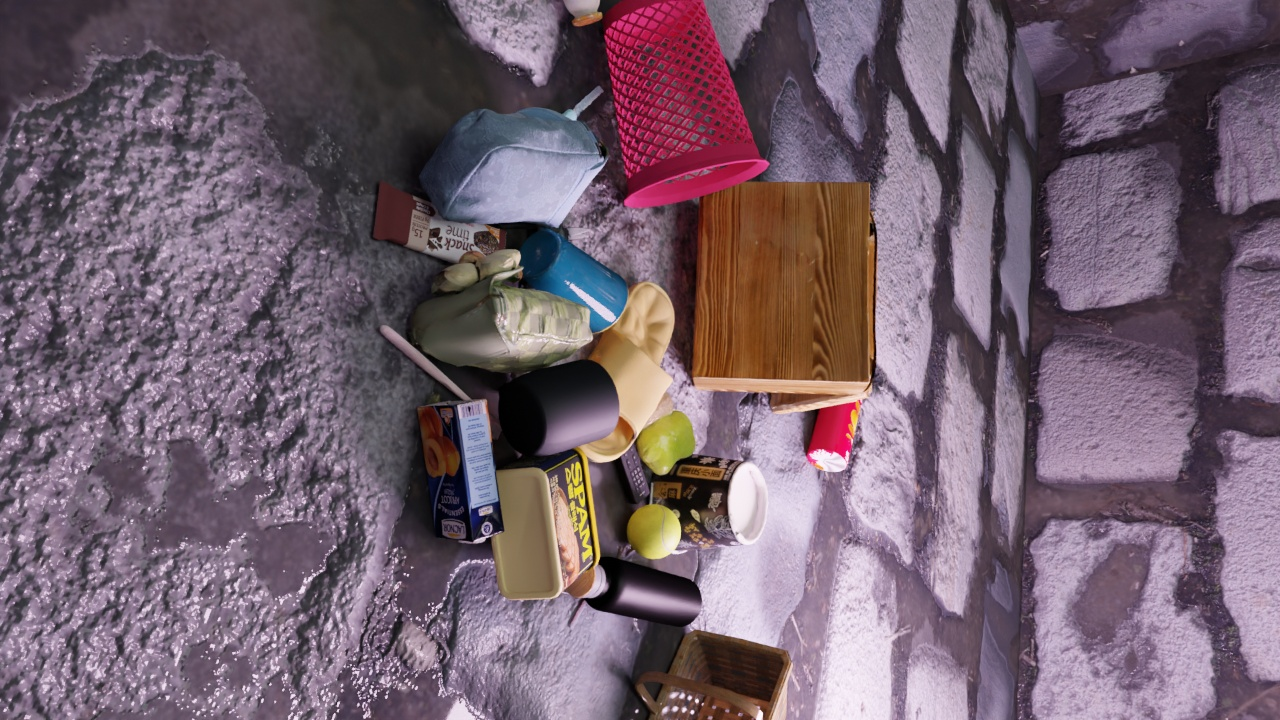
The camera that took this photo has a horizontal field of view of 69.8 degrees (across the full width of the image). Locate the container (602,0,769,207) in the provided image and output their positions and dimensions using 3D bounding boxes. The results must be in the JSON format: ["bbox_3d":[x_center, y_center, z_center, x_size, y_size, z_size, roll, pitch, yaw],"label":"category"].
[{"bbox_3d":[0.042,-0.326,1.134,0.182,0.184,0.225,-14,90,-54],"label":"container"}]

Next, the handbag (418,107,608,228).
[{"bbox_3d":[-0.131,-0.199,0.921,0.191,0.122,0.118,-10,58,-50],"label":"handbag"}]

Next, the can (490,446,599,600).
[{"bbox_3d":[-0.099,0.161,0.921,0.104,0.075,0.135,-19,102,-73],"label":"can"}]

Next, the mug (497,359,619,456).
[{"bbox_3d":[-0.096,0.043,0.928,0.094,0.122,0.085,-14,115,-44],"label":"mug"}]

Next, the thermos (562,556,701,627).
[{"bbox_3d":[-0.014,0.266,1.065,0.231,0.061,0.061,30,62,-49],"label":"thermos"}]

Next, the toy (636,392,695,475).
[{"bbox_3d":[0.024,0.081,1.152,0.091,0.046,0.115,-33,102,-39],"label":"toy"}]

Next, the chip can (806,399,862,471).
[{"bbox_3d":[0.344,0.082,1.583,0.069,0.069,0.220,52,47,-38],"label":"chip can"}]

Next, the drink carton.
[{"bbox_3d":[-0.169,0.103,0.864,0.040,0.064,0.130,-11,95,-46],"label":"drink carton"}]

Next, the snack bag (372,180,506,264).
[{"bbox_3d":[-0.192,-0.124,0.899,0.157,0.013,0.057,18,73,-49],"label":"snack bag"}]

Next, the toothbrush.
[{"bbox_3d":[-0.190,0.023,0.888,0.181,0.016,0.018,49,54,-40],"label":"toothbrush"}]

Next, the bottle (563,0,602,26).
[{"bbox_3d":[-0.075,-0.448,1.066,0.063,0.063,0.108,-32,112,-51],"label":"bottle"}]

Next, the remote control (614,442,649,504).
[{"bbox_3d":[-0.021,0.108,1.113,0.032,0.015,0.136,-35,112,-51],"label":"remote control"}]

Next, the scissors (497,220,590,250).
[{"bbox_3d":[-0.106,-0.144,1.021,0.140,0.019,0.128,47,52,-41],"label":"scissors"}]

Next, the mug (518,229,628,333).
[{"bbox_3d":[-0.077,-0.088,0.999,0.121,0.078,0.078,36,57,-51],"label":"mug"}]

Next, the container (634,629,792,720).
[{"bbox_3d":[0.080,0.439,1.099,0.249,0.158,0.186,-59,142,-40],"label":"container"}]

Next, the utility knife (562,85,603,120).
[{"bbox_3d":[-0.084,-0.282,1.072,0.178,0.016,0.022,-54,129,-41],"label":"utility knife"}]

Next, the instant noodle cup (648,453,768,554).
[{"bbox_3d":[0.093,0.181,1.181,0.137,0.112,0.137,12,76,-54],"label":"instant noodle cup"}]

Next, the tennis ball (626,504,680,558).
[{"bbox_3d":[0.016,0.207,1.110,0.065,0.065,0.065,10,78,-54],"label":"tennis ball"}]

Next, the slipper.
[{"bbox_3d":[-0.006,0.006,1.081,0.099,0.079,0.262,44,48,-27],"label":"slipper"}]

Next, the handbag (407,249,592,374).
[{"bbox_3d":[-0.133,-0.050,0.904,0.186,0.113,0.116,9,70,-57],"label":"handbag"}]

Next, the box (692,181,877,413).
[{"bbox_3d":[0.230,-0.076,1.336,0.315,0.282,0.279,59,34,-75],"label":"box"}]
